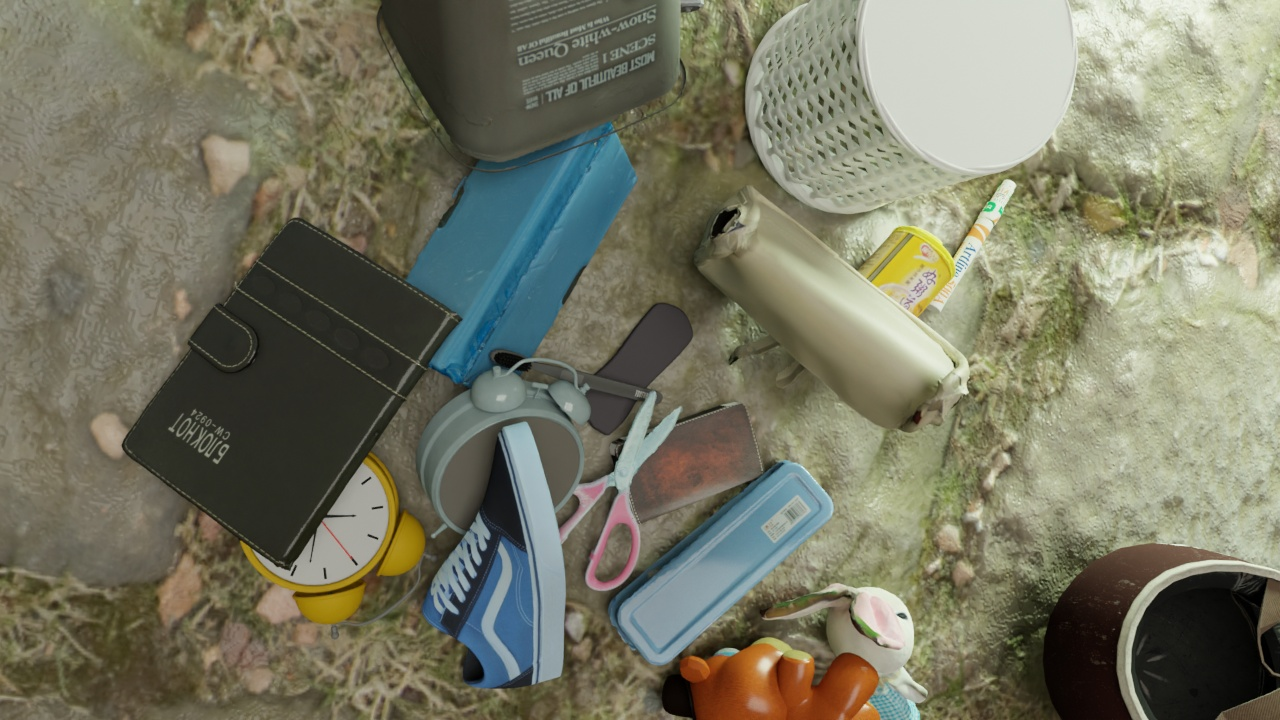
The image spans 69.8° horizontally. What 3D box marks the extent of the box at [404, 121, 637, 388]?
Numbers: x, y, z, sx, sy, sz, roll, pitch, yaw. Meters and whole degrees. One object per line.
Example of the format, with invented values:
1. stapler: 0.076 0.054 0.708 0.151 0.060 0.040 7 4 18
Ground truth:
1. box: -0.094 -0.083 0.724 0.231 0.094 0.110 -61 145 -9

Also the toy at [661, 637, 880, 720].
1. toy: 0.105 0.279 0.747 0.176 0.096 0.112 -7 127 6

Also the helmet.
1. helmet: 0.487 0.265 0.796 0.234 0.254 0.233 25 77 8

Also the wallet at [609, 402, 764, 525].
1. wallet: 0.041 0.085 0.779 0.123 0.019 0.072 -18 96 -16

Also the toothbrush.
1. toothbrush: -0.045 0.015 0.720 0.167 0.013 0.013 16 97 -40

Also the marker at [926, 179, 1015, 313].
1. marker: 0.310 -0.108 0.858 0.017 0.017 0.145 36 81 -15

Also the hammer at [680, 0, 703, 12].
1. hammer: 0.024 -0.448 0.757 0.147 0.028 0.317 -8 94 -16

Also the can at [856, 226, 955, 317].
1. can: 0.219 -0.061 0.805 0.105 0.068 0.067 -46 103 -11

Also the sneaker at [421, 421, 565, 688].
1. sneaker: -0.109 0.156 0.661 0.098 0.083 0.242 -8 125 -16

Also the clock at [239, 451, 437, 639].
1. clock: -0.230 0.126 0.682 0.113 0.052 0.152 -38 98 -13

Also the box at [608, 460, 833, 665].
1. box: 0.065 0.168 0.780 0.209 0.064 0.069 -38 85 -15

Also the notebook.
1. notebook: -0.249 0.014 0.649 0.169 0.029 0.208 31 79 15

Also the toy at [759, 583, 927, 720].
1. toy: 0.212 0.262 0.802 0.105 0.131 0.205 -45 117 -32

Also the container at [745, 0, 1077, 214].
1. container: 0.207 -0.224 0.735 0.189 0.187 0.189 0 91 -17

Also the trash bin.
1. trash bin: -0.075 -0.283 0.595 0.197 0.220 0.197 -25 68 -16

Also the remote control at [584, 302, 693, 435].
1. remote control: -0.005 0.005 0.768 0.046 0.009 0.124 43 79 -13

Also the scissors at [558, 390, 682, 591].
1. scissors: -0.034 0.094 0.743 0.108 0.016 0.179 20 95 -4

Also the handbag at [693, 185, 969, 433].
1. handbag: 0.125 -0.023 0.697 0.229 0.184 0.132 38 100 10

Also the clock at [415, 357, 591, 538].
1. clock: -0.098 0.066 0.688 0.122 0.045 0.159 12 116 -36
